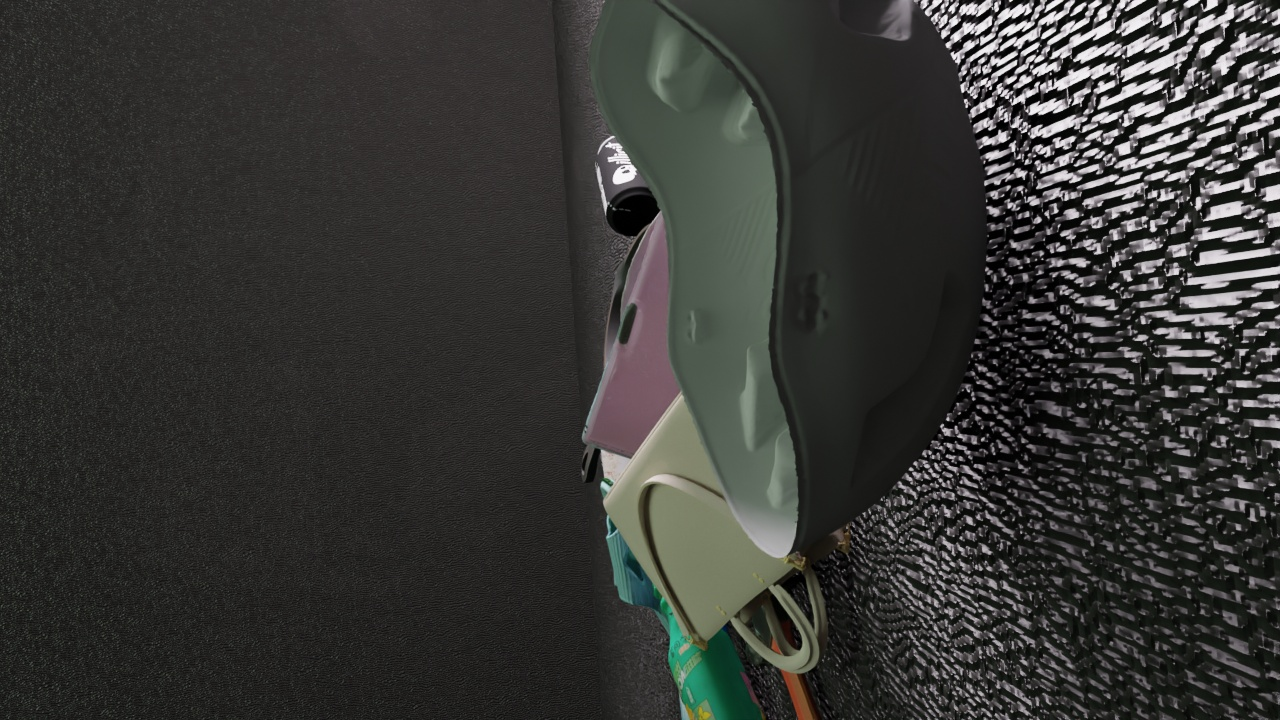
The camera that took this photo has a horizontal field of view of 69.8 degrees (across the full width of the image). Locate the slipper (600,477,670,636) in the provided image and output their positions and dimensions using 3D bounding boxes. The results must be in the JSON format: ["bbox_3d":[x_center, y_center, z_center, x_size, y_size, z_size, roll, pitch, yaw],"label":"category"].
[{"bbox_3d":[0.003,0.268,1.117,0.276,0.069,0.116,64,171,-10],"label":"slipper"}]

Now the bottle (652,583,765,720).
[{"bbox_3d":[0.063,0.300,0.919,0.209,0.068,0.068,-115,21,-46],"label":"bottle"}]

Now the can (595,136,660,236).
[{"bbox_3d":[-0.015,-0.239,1.247,0.080,0.080,0.145,94,168,-45],"label":"can"}]

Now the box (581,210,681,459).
[{"bbox_3d":[0.022,-0.020,0.768,0.099,0.098,0.233,46,125,42],"label":"box"}]

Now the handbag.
[{"bbox_3d":[0.072,0.137,0.677,0.197,0.101,0.195,61,144,23],"label":"handbag"}]

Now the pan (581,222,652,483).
[{"bbox_3d":[-0.007,0.007,1.127,0.248,0.043,0.357,-111,36,-57],"label":"pan"}]

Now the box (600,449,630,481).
[{"bbox_3d":[0.009,0.195,1.327,0.108,0.095,0.216,48,-151,-60],"label":"box"}]

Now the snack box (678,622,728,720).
[{"bbox_3d":[0.067,0.304,1.028,0.060,0.059,0.226,121,145,-70],"label":"snack box"}]

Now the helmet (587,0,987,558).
[{"bbox_3d":[0.063,-0.049,0.441,0.224,0.184,0.282,114,159,-84],"label":"helmet"}]

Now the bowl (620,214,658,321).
[{"bbox_3d":[0.054,-0.078,0.864,0.173,0.068,0.174,-50,-24,-32],"label":"bowl"}]

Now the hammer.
[{"bbox_3d":[0.136,0.295,0.657,0.332,0.033,0.133,-107,16,-53],"label":"hammer"}]
